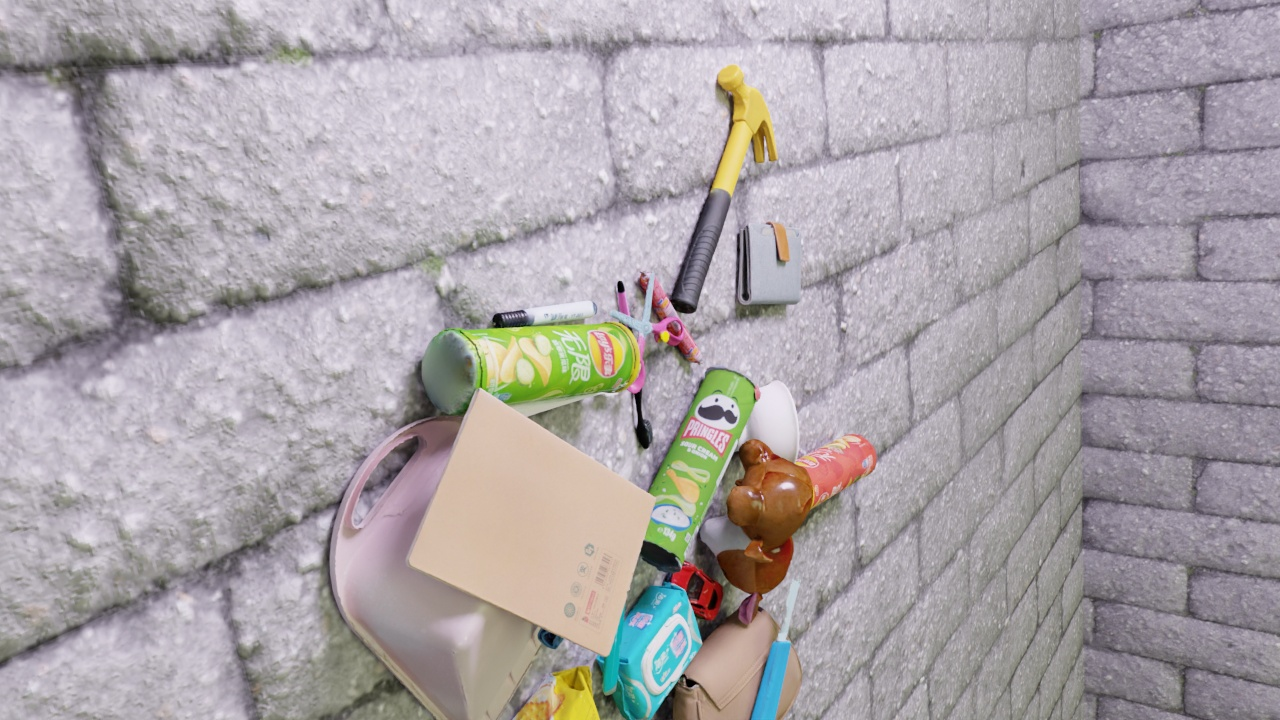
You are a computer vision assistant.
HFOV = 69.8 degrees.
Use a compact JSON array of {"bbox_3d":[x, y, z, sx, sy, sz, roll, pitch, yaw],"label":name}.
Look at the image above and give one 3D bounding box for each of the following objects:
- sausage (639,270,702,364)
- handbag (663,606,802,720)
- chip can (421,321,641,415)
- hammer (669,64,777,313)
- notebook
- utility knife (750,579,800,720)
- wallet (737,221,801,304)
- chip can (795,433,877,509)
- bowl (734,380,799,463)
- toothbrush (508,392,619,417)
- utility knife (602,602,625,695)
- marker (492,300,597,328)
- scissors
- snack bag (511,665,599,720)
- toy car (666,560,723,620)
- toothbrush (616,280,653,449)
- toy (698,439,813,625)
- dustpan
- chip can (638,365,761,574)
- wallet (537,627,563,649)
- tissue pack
[{"bbox_3d":[0.035,-0.045,1.025,0.156,0.020,0.020,56,51,-38],"label":"sausage"},{"bbox_3d":[0.106,0.394,1.100,0.203,0.100,0.148,-31,109,-47],"label":"handbag"},{"bbox_3d":[-0.093,0.003,0.822,0.220,0.073,0.072,-6,98,-52],"label":"chip can"},{"bbox_3d":[0.094,-0.192,1.078,0.128,0.033,0.300,40,62,-45],"label":"hammer"},{"bbox_3d":[-0.078,0.135,0.745,0.207,0.008,0.147,36,60,-32],"label":"notebook"},{"bbox_3d":[0.157,0.359,1.067,0.034,0.018,0.218,33,66,-35],"label":"utility knife"},{"bbox_3d":[0.171,-0.124,1.180,0.129,0.037,0.106,-4,97,-52],"label":"wallet"},{"bbox_3d":[0.257,0.159,1.289,0.216,0.073,0.073,-13,104,-52],"label":"chip can"},{"bbox_3d":[0.142,0.086,1.126,0.064,0.118,0.118,-3,97,-15],"label":"bowl"},{"bbox_3d":[-0.084,0.040,0.886,0.179,0.016,0.016,-12,101,-49],"label":"toothbrush"},{"bbox_3d":[-0.025,0.260,0.902,0.029,0.013,0.176,-28,129,-55],"label":"utility knife"},{"bbox_3d":[-0.088,-0.042,0.869,0.130,0.018,0.023,-11,127,-51],"label":"marker"},{"bbox_3d":[0.006,-0.028,0.969,0.133,0.017,0.134,22,77,-52],"label":"scissors"},{"bbox_3d":[-0.098,0.428,0.859,0.245,0.068,0.158,-45,127,-42],"label":"snack bag"},{"bbox_3d":[0.065,0.272,1.085,0.106,0.031,0.049,44,58,-42],"label":"toy car"},{"bbox_3d":[-0.006,0.006,0.983,0.017,0.014,0.189,-34,119,-57],"label":"toothbrush"},{"bbox_3d":[0.132,0.201,1.080,0.139,0.130,0.200,-64,158,-48],"label":"toy"},{"bbox_3d":[-0.156,0.180,0.811,0.221,0.139,0.274,-57,162,-35],"label":"dustpan"},{"bbox_3d":[0.061,0.118,1.031,0.072,0.072,0.235,54,53,-40],"label":"chip can"},{"bbox_3d":[-0.048,0.192,0.856,0.132,0.040,0.107,-53,168,-48],"label":"wallet"},{"bbox_3d":[0.011,0.319,1.002,0.133,0.050,0.093,-45,128,-40],"label":"tissue pack"}]
